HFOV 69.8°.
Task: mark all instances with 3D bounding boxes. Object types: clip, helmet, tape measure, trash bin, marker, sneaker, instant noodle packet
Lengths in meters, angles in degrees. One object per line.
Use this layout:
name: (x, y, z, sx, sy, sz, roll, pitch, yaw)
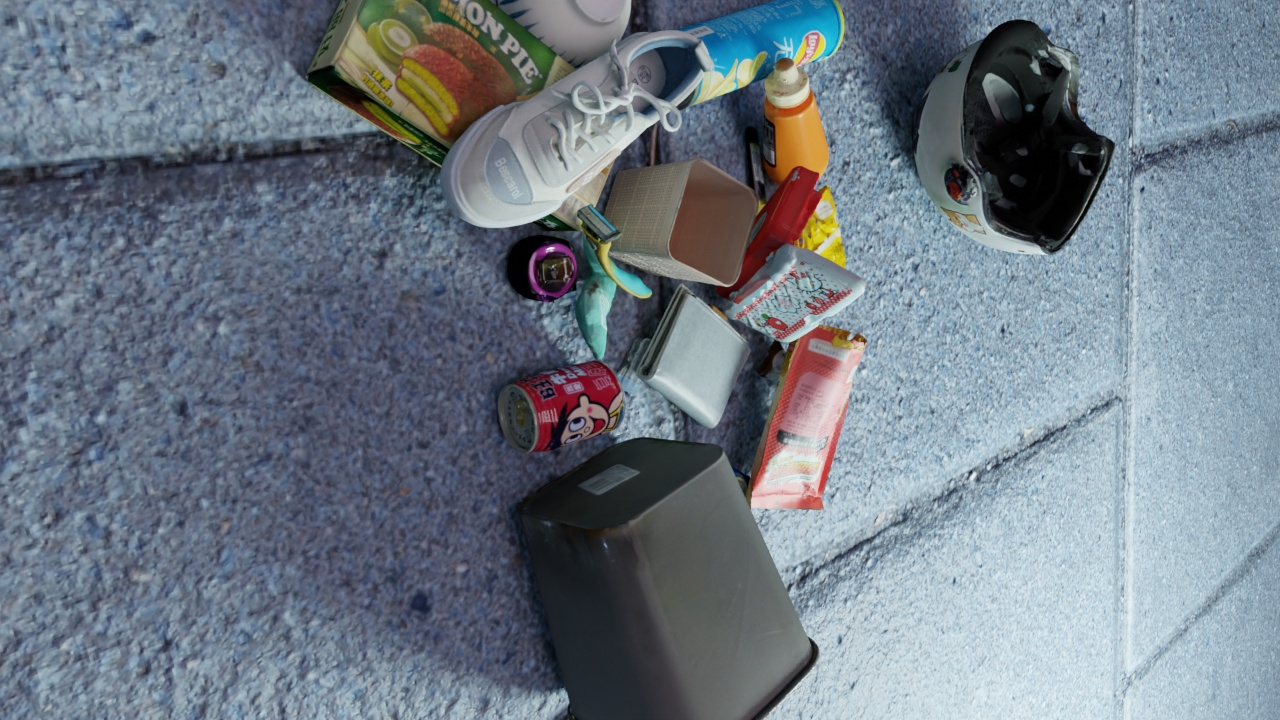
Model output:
clip: (-0.005, 0.005, 0.871, 0.026, 0.037, 0.058, 34, 74, -35)
helmet: (0.417, -0.252, 1.090, 0.274, 0.157, 0.229, 45, 71, -24)
tape measure: (0.088, 0.136, 0.965, 0.058, 0.025, 0.054, 32, 78, -37)
trash bin: (0.013, 0.201, 0.817, 0.198, 0.199, 0.220, -29, 107, -35)
marker: (0.120, -0.179, 0.949, 0.018, 0.015, 0.124, -17, 104, -38)
sneaker: (-0.037, -0.175, 0.687, 0.241, 0.091, 0.089, -43, 121, -27)
tape measure: (-0.082, -0.078, 0.781, 0.057, 0.039, 0.057, -16, 107, -37)
instant noodle packet: (0.180, -0.119, 0.971, 0.128, 0.044, 0.111, -40, 123, -52)

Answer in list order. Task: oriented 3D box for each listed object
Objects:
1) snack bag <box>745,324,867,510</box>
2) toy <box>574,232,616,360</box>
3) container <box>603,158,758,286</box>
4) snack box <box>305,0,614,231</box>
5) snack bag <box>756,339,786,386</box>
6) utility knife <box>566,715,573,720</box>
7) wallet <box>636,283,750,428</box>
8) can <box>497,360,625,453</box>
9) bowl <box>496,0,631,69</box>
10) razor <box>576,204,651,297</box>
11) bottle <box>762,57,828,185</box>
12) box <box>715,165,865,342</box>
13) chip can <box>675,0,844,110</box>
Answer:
snack bag: (0.178, 0.065, 0.976, 0.128, 0.073, 0.208, 5, 104, -42)
toy: (-0.040, -0.062, 0.801, 0.091, 0.030, 0.097, -81, 166, -44)
container: (0.029, -0.122, 0.818, 0.089, 0.111, 0.090, 20, 84, -39)
snack box: (-0.123, -0.203, 0.712, 0.240, 0.063, 0.114, 28, 79, -38)
snack bag: (0.165, 0.022, 1.009, 0.105, 0.026, 0.045, 41, 76, -33)
utility knife: (-0.009, 0.329, 0.918, 0.182, 0.019, 0.031, -23, 115, -28)
wallet: (0.054, -0.004, 0.904, 0.129, 0.037, 0.106, 37, 74, -48)
can: (-0.068, 0.040, 0.793, 0.093, 0.067, 0.066, -14, 105, -37)
bowl: (-0.052, -0.301, 0.753, 0.116, 0.066, 0.116, -7, 101, -39)
razor: (-0.018, -0.082, 0.781, 0.028, 0.043, 0.132, -45, 151, -3)
bottle: (0.148, -0.235, 0.899, 0.066, 0.067, 0.149, -56, 152, -19)
box: (0.142, -0.090, 0.852, 0.100, 0.201, 0.094, 27, 75, -3)
chip can: (0.102, -0.300, 0.878, 0.209, 0.071, 0.071, -29, 114, -32)
